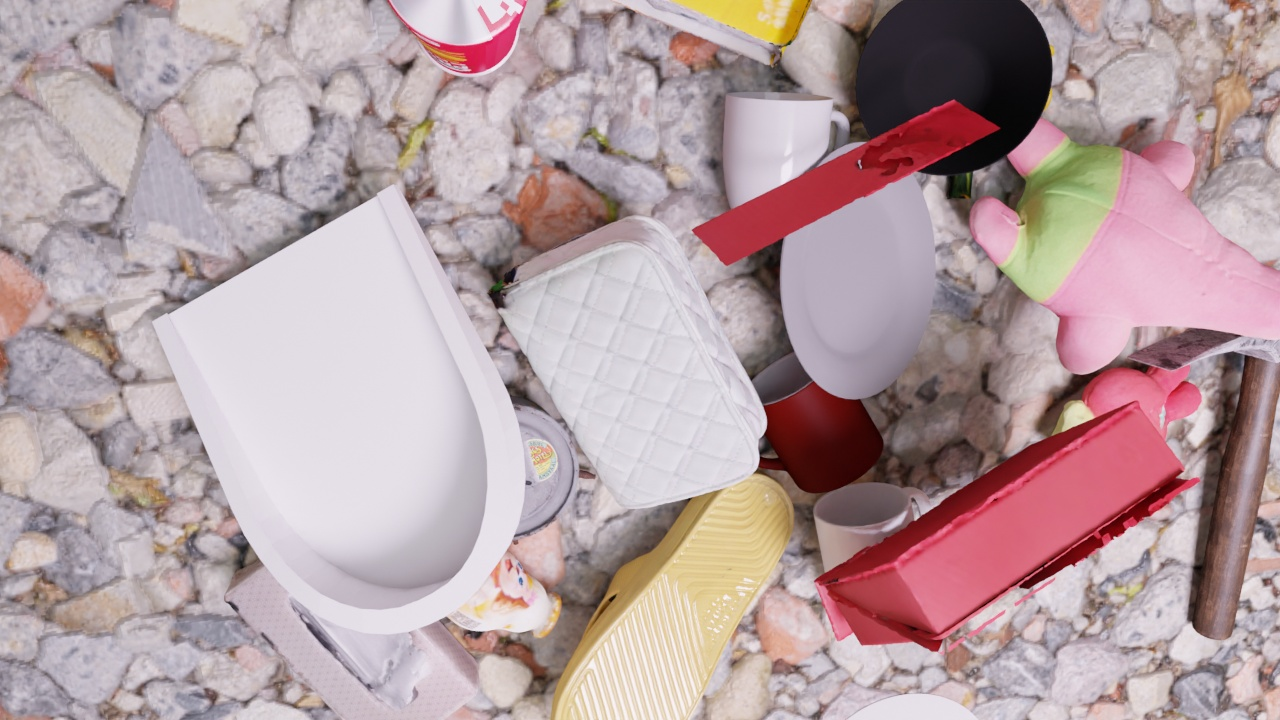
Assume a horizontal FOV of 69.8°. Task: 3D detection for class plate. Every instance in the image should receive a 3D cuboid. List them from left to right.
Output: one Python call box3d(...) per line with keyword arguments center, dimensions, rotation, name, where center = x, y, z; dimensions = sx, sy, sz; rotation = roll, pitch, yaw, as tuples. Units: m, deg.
box3d(center=(0.154, -0.062, 0.646), dimensions=(0.178, 0.012, 0.178), rotation=(-5, 98, -40), name="plate")
box3d(center=(0.235, 0.378, 0.799), dimensions=(0.174, 0.036, 0.174), rotation=(-2, 105, -9), name="plate")

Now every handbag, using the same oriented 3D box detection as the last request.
box3d(center=(-0.004, 0.004, 0.636), dimensions=(0.139, 0.072, 0.195), rotation=(-19, 109, 28), name="handbag")

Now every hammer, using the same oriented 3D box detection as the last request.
box3d(center=(0.463, 0.107, 0.743), dimensions=(0.217, 0.037, 0.301), rotation=(-12, 112, -25), name="hammer")

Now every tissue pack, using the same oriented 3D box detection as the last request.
box3d(center=(-0.204, 0.202, 0.671), dimensions=(0.104, 0.071, 0.181), rotation=(-36, 103, 2), name="tissue pack")

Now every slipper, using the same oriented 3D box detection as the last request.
box3d(center=(0.018, 0.193, 0.700), dimensions=(0.099, 0.078, 0.263), rotation=(40, 78, -16), name="slipper")

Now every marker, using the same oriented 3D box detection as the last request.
box3d(center=(0.240, -0.190, 0.665), dimensions=(0.017, 0.017, 0.146), rotation=(0, 104, -9), name="marker")

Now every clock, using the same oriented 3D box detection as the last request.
box3d(center=(-0.107, 0.065, 0.654), dimensions=(0.104, 0.056, 0.148), rotation=(-40, 109, 3), name="clock")

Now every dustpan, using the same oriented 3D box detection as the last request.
box3d(center=(-0.185, 0.046, 0.592), dimensions=(0.191, 0.053, 0.258), rotation=(-27, 93, 8), name="dustpan")

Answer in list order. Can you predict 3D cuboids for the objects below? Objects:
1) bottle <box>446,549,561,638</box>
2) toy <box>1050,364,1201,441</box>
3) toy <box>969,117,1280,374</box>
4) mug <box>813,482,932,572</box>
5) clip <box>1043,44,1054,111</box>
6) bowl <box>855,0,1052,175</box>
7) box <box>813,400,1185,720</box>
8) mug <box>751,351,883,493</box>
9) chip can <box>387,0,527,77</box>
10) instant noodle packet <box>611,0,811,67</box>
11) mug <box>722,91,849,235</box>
box3d(center=(-0.112, 0.169, 0.677), dimensions=(0.108, 0.063, 0.063), rotation=(31, 97, -23), name="bottle")
box3d(center=(0.387, 0.045, 0.733), dimensions=(0.135, 0.045, 0.091), rotation=(-35, 111, -3), name="toy")
box3d(center=(0.353, -0.077, 0.651), dimensions=(0.237, 0.097, 0.192), rotation=(27, 83, 11), name="toy")
box3d(center=(0.193, 0.145, 0.721), dimensions=(0.110, 0.074, 0.090), rotation=(-23, 108, -30), name="mug")
box3d(center=(0.279, -0.200, 0.667), dimensions=(0.048, 0.046, 0.054), rotation=(35, 97, 18), name="clip")
box3d(center=(0.213, -0.192, 0.633), dimensions=(0.124, 0.052, 0.124), rotation=(4, 105, 14), name="bowl")
box3d(center=(0.271, 0.215, 0.652), dimensions=(0.212, 0.148, 0.375), rotation=(-27, 113, -16), name="box")
box3d(center=(0.114, 0.050, 0.683), dimensions=(0.106, 0.073, 0.082), rotation=(-26, 108, 23), name="mug")
box3d(center=(-0.098, -0.197, 0.502), dimensions=(0.069, 0.220, 0.069), rotation=(-2, 104, -9), name="chip can")
box3d(center=(0.020, -0.306, 0.575), dimensions=(0.221, 0.084, 0.163), rotation=(19, 99, -7), name="instant noodle packet")
box3d(center=(0.106, -0.138, 0.638), dimensions=(0.107, 0.071, 0.089), rotation=(-13, 115, -34), name="mug")
